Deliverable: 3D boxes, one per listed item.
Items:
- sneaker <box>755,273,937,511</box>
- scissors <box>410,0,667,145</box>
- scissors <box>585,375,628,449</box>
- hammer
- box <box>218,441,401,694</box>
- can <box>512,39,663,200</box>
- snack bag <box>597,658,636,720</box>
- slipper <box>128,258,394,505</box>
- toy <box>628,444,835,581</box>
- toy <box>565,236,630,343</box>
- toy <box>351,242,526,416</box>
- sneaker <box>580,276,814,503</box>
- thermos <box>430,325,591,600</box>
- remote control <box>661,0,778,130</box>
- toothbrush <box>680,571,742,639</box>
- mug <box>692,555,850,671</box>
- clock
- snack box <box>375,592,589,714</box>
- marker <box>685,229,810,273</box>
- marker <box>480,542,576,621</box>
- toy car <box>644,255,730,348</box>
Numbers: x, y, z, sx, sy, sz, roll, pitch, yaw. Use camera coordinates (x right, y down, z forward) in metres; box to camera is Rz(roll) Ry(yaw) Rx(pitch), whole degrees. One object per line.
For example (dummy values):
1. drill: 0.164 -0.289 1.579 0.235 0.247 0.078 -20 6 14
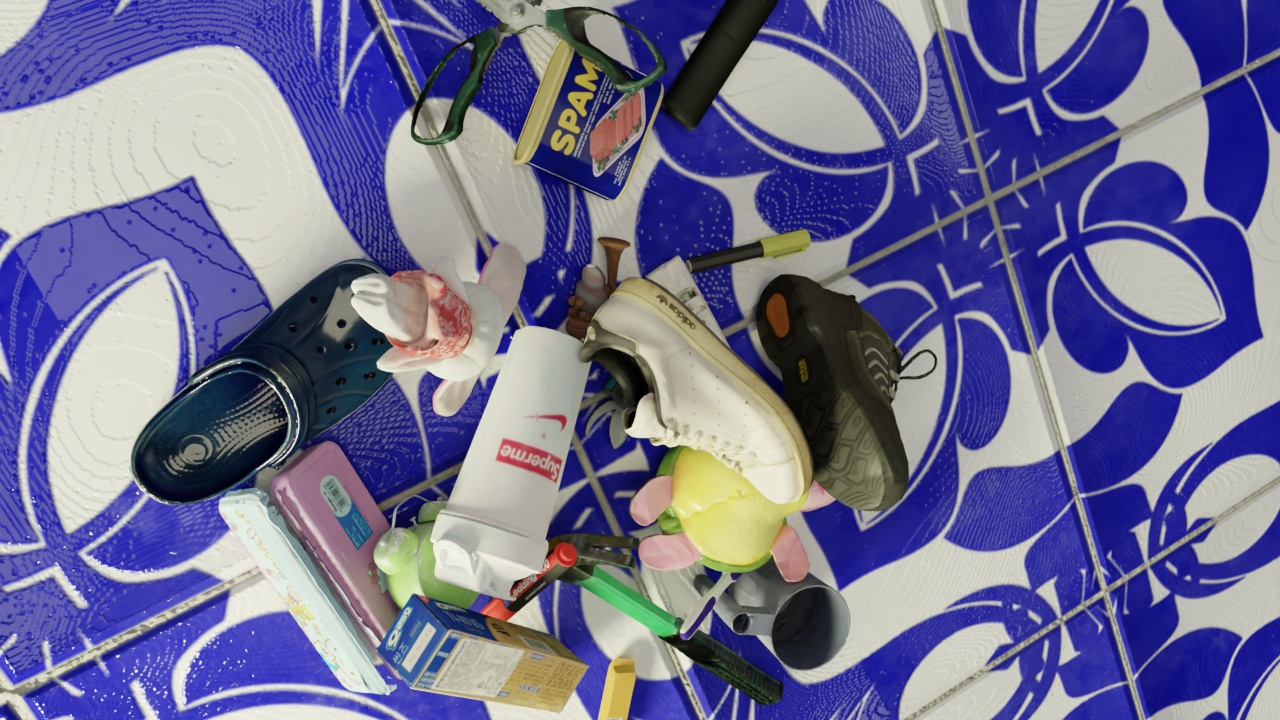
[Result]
1. sneaker: 0.205 0.030 0.857 0.142 0.101 0.237 3 57 -33
2. scissors: -0.093 -0.236 0.740 0.202 0.015 0.202 37 96 14
3. scissors: -0.001 0.005 0.837 0.156 0.019 0.124 -26 100 7
4. hammer: 0.026 0.253 0.872 0.130 0.032 0.318 -29 124 35
5. box: -0.263 0.184 0.783 0.093 0.089 0.214 -19 108 25
6. can: -0.043 -0.204 0.784 0.092 0.056 0.116 21 92 -22
7. snack bag: -0.025 0.338 0.897 0.026 0.020 0.099 8 96 -25
8. slipper: -0.285 0.027 0.722 0.252 0.095 0.105 -41 106 -6
9. toy: 0.099 0.122 0.869 0.237 0.088 0.190 -19 81 -20
10. toy: -0.039 -0.057 0.818 0.054 0.042 0.102 -11 112 -40
11. toy: -0.154 -0.028 0.723 0.084 0.194 0.159 23 93 17
12. sneaker: 0.043 0.044 0.773 0.241 0.089 0.102 47 63 -4
13. thermos: -0.107 0.083 0.767 0.099 0.099 0.220 22 73 -20
14. remote control: 0.074 -0.281 0.830 0.041 0.020 0.152 33 89 -19
15. toothbrush: 0.088 0.199 0.867 0.186 0.015 0.016 -38 110 -45
16. mug: 0.122 0.236 0.885 0.123 0.104 0.084 9 96 -19
17. clock: -0.178 0.172 0.787 0.094 0.043 0.119 -41 111 -55
18. snack box: -0.128 0.252 0.780 0.056 0.057 0.206 -56 142 -5
19. marker: 0.103 -0.101 0.870 0.123 0.017 0.021 -15 103 -14
20. marker: -0.099 0.197 0.800 0.023 0.021 0.145 41 129 -3
21. toy car: 0.049 -0.039 0.850 0.039 0.039 0.113 -33 107 -11
